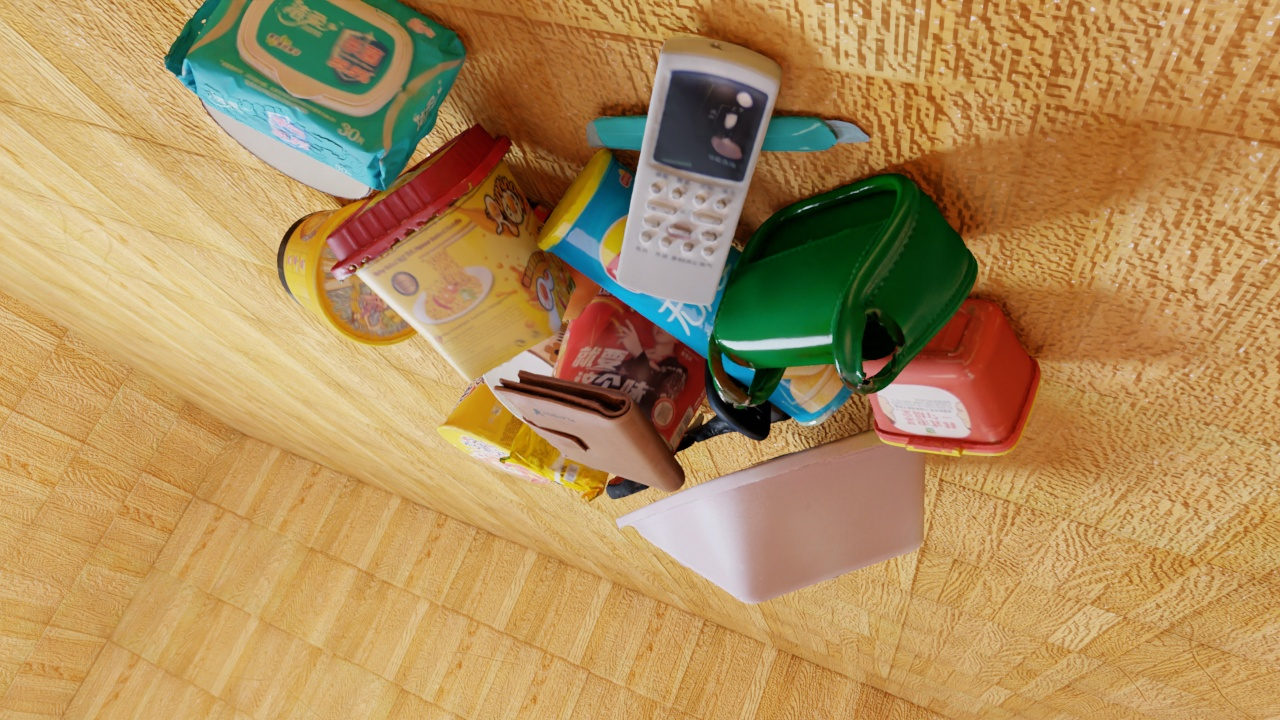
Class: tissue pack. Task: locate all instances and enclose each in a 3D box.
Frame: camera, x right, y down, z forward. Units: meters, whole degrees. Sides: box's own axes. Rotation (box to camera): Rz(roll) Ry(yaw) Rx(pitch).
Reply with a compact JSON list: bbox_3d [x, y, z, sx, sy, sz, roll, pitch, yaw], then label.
[{"bbox_3d":[-0.173,-0.162,0.498,0.133,0.093,0.050,26,165,-7],"label":"tissue pack"}]

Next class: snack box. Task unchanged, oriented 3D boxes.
[{"bbox_3d":[0.181,0.008,0.552,0.091,0.081,0.080,3,142,42],"label":"snack box"}]

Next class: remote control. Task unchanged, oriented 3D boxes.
[{"bbox_3d":[0.026,-0.089,0.468,0.058,0.021,0.150,13,137,0],"label":"remote control"},{"bbox_3d":[0.066,0.011,0.632,0.053,0.136,0.024,34,120,-15],"label":"remote control"}]

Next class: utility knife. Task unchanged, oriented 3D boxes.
[{"bbox_3d":[0.038,-0.120,0.482,0.166,0.013,0.029,9,159,30],"label":"utility knife"}]

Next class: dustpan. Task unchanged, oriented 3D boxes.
[{"bbox_3d":[0.117,0.085,0.747,0.222,0.139,0.273,-14,-163,-22],"label":"dustpan"}]

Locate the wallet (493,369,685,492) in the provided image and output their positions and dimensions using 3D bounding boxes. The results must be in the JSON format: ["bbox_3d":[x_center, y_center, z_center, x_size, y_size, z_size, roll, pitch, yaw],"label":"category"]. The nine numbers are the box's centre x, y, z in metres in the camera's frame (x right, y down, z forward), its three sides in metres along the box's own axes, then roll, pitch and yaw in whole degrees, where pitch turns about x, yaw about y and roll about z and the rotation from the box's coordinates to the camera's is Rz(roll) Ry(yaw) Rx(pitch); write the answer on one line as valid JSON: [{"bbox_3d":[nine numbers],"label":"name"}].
[{"bbox_3d":[-0.033,0.051,0.658,0.108,0.031,0.132,13,157,25],"label":"wallet"}]

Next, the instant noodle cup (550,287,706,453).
[{"bbox_3d":[-0.004,0.004,0.712,0.138,0.108,0.138,21,160,8],"label":"instant noodle cup"}]

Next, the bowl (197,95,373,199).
[{"bbox_3d":[-0.208,-0.162,0.579,0.116,0.066,0.116,22,162,7],"label":"bowl"}]

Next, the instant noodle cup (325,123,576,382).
[{"bbox_3d":[-0.110,-0.064,0.577,0.116,0.116,0.123,-28,112,21],"label":"instant noodle cup"}]

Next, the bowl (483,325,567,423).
[{"bbox_3d":[-0.078,0.009,0.809,0.113,0.062,0.114,24,143,20],"label":"bowl"}]

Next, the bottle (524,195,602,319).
[{"bbox_3d":[-0.092,-0.091,0.648,0.149,0.066,0.067,35,160,-8],"label":"bottle"}]

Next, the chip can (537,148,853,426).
[{"bbox_3d":[0.041,-0.041,0.573,0.210,0.071,0.071,34,159,-16],"label":"chip can"}]

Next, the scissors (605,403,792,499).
[{"bbox_3d":[0.042,0.069,0.812,0.221,0.233,0.021,-22,94,26],"label":"scissors"}]

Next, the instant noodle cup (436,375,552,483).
[{"bbox_3d":[-0.139,0.058,1.013,0.138,0.109,0.138,21,160,8],"label":"instant noodle cup"}]

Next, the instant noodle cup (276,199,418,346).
[{"bbox_3d":[-0.243,-0.078,0.780,0.115,0.118,0.118,14,160,48],"label":"instant noodle cup"}]

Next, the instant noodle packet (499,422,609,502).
[{"bbox_3d":[-0.068,0.068,0.928,0.111,0.128,0.044,22,166,5],"label":"instant noodle packet"}]

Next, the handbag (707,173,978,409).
[{"bbox_3d":[0.100,-0.030,0.483,0.068,0.120,0.131,40,158,-24],"label":"handbag"}]
